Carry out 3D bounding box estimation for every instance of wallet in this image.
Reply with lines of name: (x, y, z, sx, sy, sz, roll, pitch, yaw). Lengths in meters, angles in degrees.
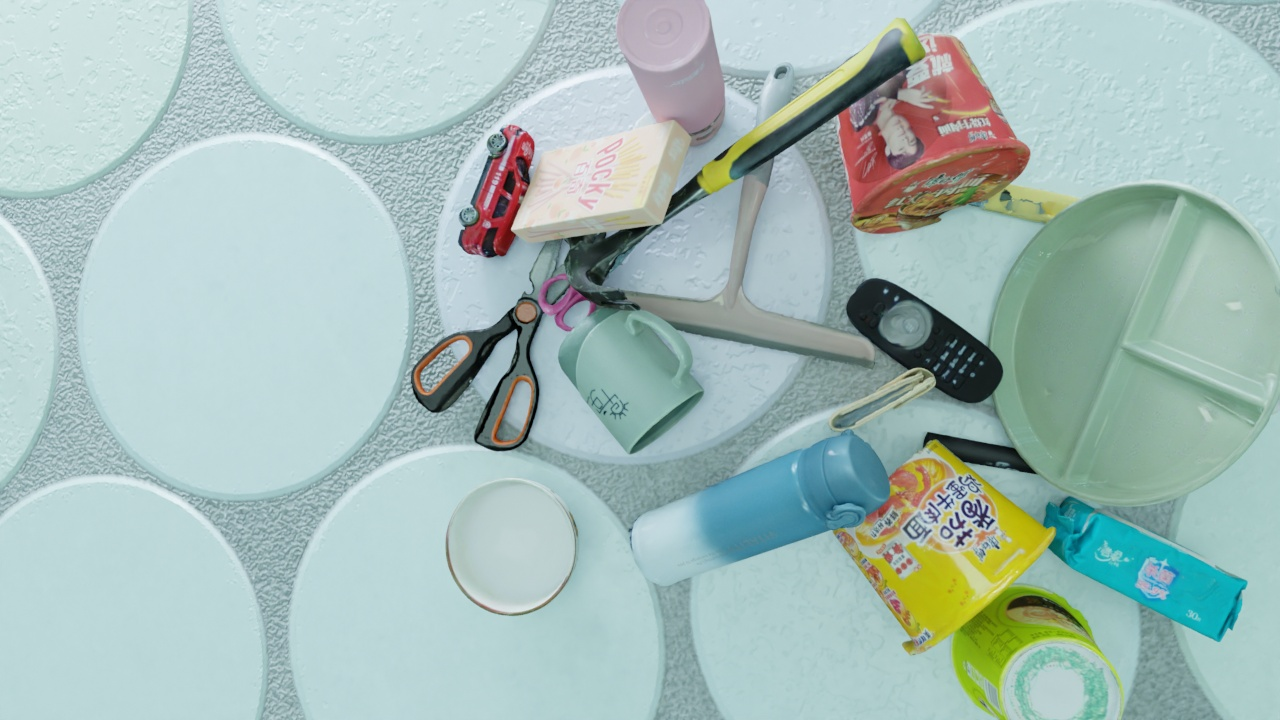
wallet: (0.186, 0.032, 0.713, 0.087, 0.115, 0.024, -25, 80, 8)

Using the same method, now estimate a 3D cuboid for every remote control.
remote control: (0.232, -0.017, 0.753, 0.136, 0.024, 0.053, 38, 101, 14)

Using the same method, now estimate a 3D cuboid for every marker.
marker: (0.296, 0.077, 0.740, 0.132, 0.020, 0.022, 9, 72, 10)

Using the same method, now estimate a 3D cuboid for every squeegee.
squeegee: (0.095, -0.139, 0.774, 0.248, 0.040, 0.249, 11, 85, 18)

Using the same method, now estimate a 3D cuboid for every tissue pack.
tissue pack: (0.369, 0.149, 0.685, 0.133, 0.093, 0.050, 26, 96, 10)

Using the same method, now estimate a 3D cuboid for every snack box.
snack box: (-0.035, -0.144, 0.758, 0.158, 0.026, 0.084, -2, 62, 43)

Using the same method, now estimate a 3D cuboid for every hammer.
hammer: (0.069, -0.147, 0.707, 0.324, 0.032, 0.126, -32, 46, 23)

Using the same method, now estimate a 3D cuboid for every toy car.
toy car: (-0.123, -0.148, 0.814, 0.045, 0.053, 0.120, 19, 93, 9)

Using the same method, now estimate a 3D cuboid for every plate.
plate: (0.345, -0.012, 0.653, 0.027, 0.231, 0.230, 7, 88, -26)

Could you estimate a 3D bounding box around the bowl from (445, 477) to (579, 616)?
bowl: (-0.104, 0.156, 0.788, 0.113, 0.062, 0.113, -1, 86, 9)

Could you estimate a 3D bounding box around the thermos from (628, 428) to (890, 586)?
thermos: (0.086, 0.117, 0.700, 0.221, 0.070, 0.070, -30, 81, 40)

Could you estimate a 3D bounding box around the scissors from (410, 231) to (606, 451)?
scissors: (-0.101, -0.021, 0.823, 0.229, 0.021, 0.190, -28, 87, 2)

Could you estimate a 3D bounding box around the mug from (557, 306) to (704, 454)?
mug: (-0.005, 0.004, 0.757, 0.106, 0.082, 0.112, 51, 135, 12)

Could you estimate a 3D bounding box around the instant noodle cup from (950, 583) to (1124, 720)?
instant noodle cup: (0.297, 0.232, 0.678, 0.112, 0.123, 0.111, -1, 86, 10)

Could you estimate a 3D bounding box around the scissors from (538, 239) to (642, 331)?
scissors: (-0.030, -0.081, 0.797, 0.133, 0.017, 0.056, -41, 78, 6)

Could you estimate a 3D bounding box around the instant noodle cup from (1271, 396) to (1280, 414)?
instant noodle cup: (0.424, -0.003, 0.664, 0.099, 0.109, 0.099, 3, 99, 17)

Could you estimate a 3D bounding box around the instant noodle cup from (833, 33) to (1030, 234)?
instant noodle cup: (0.215, -0.177, 0.714, 0.138, 0.138, 0.108, -17, 76, 9)

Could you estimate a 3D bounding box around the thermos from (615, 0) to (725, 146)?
thermos: (0.022, -0.217, 0.716, 0.087, 0.198, 0.067, -28, 84, 6)

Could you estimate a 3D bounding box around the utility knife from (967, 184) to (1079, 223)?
utility knife: (0.345, -0.119, 0.746, 0.166, 0.018, 0.031, 15, 84, 16)

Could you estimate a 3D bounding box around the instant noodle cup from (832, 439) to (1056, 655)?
instant noodle cup: (0.222, 0.135, 0.697, 0.138, 0.138, 0.110, -44, 72, 5)
